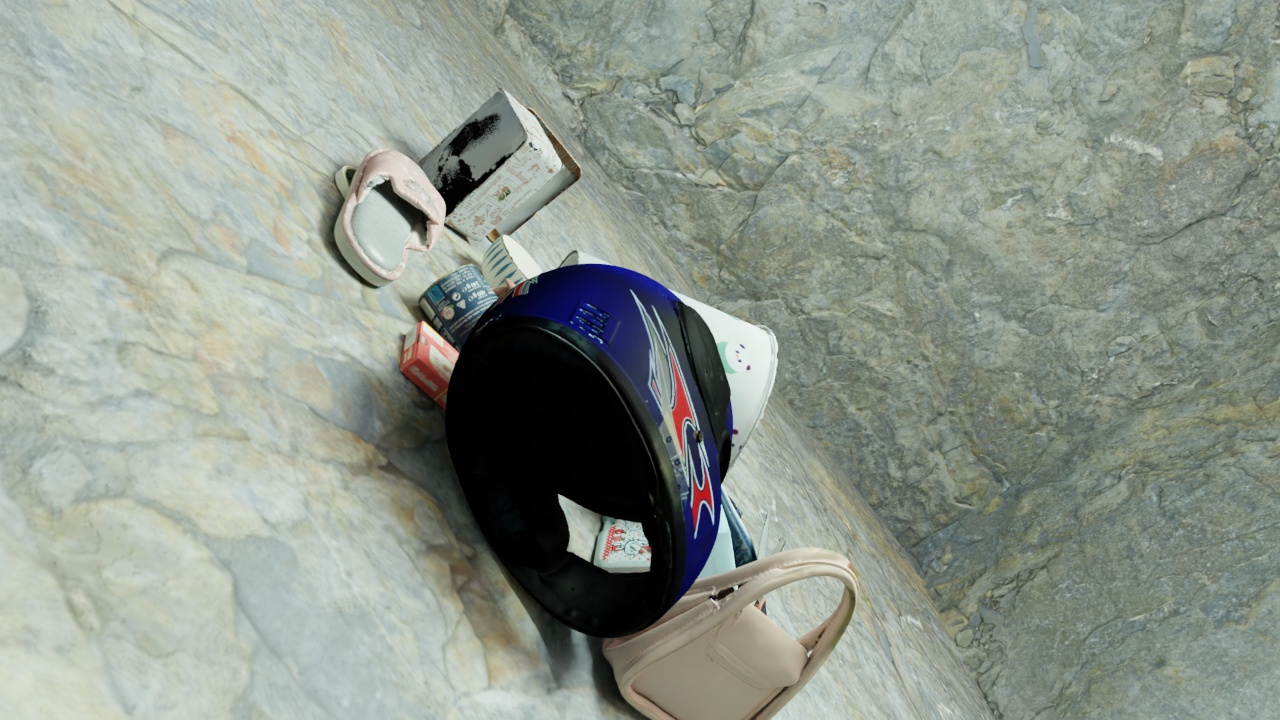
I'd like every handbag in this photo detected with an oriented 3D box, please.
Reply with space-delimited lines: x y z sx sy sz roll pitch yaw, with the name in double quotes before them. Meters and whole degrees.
"handbag" 0.101 0.257 0.861 0.193 0.234 0.093 45 17 -37

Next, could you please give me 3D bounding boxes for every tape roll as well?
"tape roll" -0.312 -0.185 1.049 0.086 0.014 0.085 50 12 -16

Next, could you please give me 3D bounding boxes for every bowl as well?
"bowl" -0.171 -0.104 1.228 0.116 0.066 0.116 51 10 -14

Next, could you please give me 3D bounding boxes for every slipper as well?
"slipper" 0.079 0.199 1.245 0.253 0.105 0.095 54 10 6
"slipper" -0.268 -0.170 1.012 0.114 0.054 0.273 51 18 -25

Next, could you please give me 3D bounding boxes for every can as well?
"can" -0.181 -0.041 1.000 0.111 0.075 0.075 54 12 4

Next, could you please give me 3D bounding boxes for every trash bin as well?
"trash bin" -0.006 0.006 1.081 0.252 0.230 0.229 27 21 -16

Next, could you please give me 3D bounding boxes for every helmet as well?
"helmet" -0.026 0.065 0.853 0.239 0.248 0.315 -28 97 -61

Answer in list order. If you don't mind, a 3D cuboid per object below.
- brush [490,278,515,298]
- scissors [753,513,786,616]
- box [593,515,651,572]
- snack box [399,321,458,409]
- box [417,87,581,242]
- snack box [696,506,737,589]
"brush" -0.144 -0.048 1.169 0.145 0.073 0.063 41 18 -39
"scissors" 0.144 0.306 1.169 0.188 0.015 0.225 5 80 -52
"box" -0.002 0.212 1.046 0.101 0.095 0.201 11 15 0
"snack box" -0.178 0.032 0.929 0.153 0.025 0.075 47 15 -29
"box" -0.192 -0.259 1.325 0.184 0.183 0.154 32 25 -51
"snack box" 0.083 0.224 1.111 0.175 0.051 0.074 -81 163 -86
